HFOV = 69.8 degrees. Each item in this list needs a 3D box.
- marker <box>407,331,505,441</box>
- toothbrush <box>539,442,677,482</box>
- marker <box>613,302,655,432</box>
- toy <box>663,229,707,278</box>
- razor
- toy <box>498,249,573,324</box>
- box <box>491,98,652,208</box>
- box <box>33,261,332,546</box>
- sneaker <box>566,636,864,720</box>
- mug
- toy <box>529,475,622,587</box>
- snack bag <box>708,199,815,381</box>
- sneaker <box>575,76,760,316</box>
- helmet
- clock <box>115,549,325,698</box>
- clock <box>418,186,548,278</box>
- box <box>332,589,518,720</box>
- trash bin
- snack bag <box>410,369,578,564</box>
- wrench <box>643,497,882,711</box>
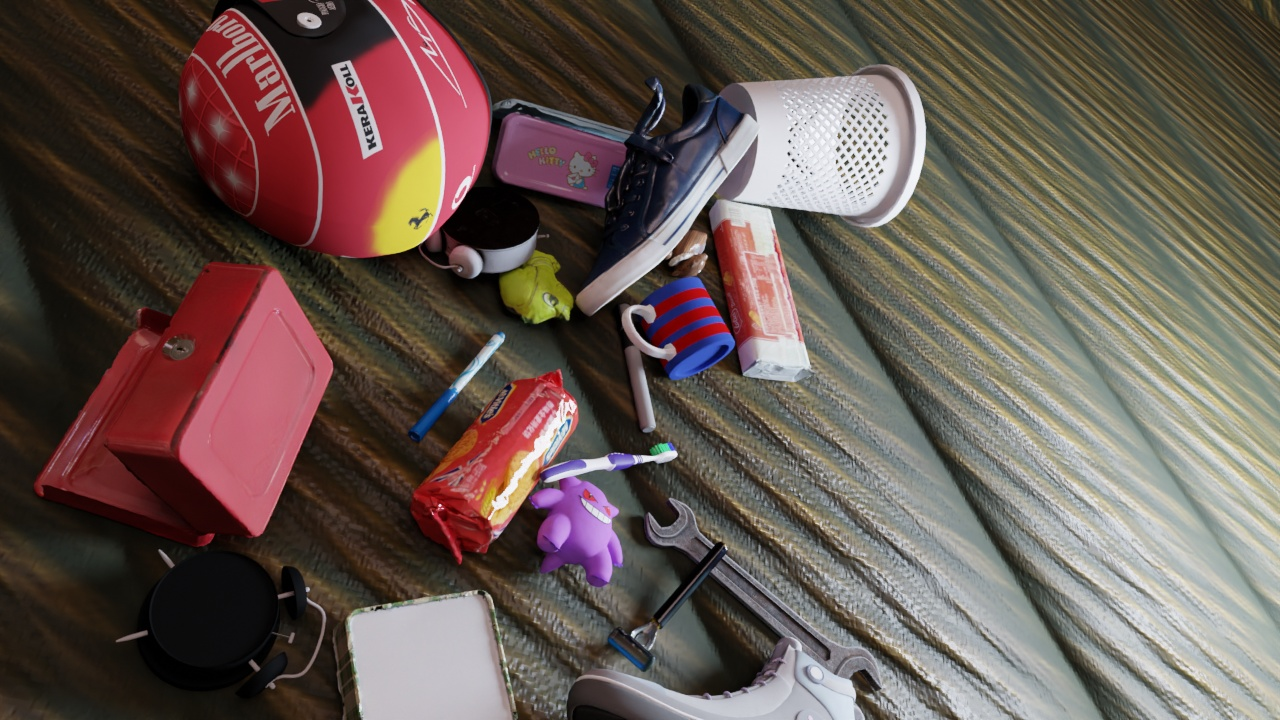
[{"bbox_3d":[-0.160,0.019,0.811,0.013,0.013,0.141,38,49,-4],"label":"marker"},{"bbox_3d":[-0.024,0.089,0.810,0.186,0.015,0.016,-1,57,-53],"label":"toothbrush"},{"bbox_3d":[-0.005,0.005,0.909,0.016,0.016,0.140,4,59,-29],"label":"marker"},{"bbox_3d":[0.052,-0.129,1.013,0.055,0.042,0.101,44,41,-18],"label":"toy"},{"bbox_3d":[0.031,0.207,0.792,0.043,0.022,0.143,39,52,16],"label":"razor"},{"bbox_3d":[-0.105,-0.076,0.891,0.094,0.036,0.093,24,49,-5],"label":"toy"},{"bbox_3d":[-0.063,-0.223,1.011,0.214,0.089,0.093,9,15,-25],"label":"box"},{"bbox_3d":[-0.298,0.026,0.629,0.151,0.166,0.157,25,51,-21],"label":"box"},{"bbox_3d":[0.071,0.275,0.741,0.256,0.093,0.160,30,41,-9],"label":"sneaker"},{"bbox_3d":[0.032,-0.029,0.910,0.111,0.075,0.076,-11,67,-44],"label":"mug"},{"bbox_3d":[-0.054,0.138,0.768,0.106,0.056,0.087,41,45,-23],"label":"toy"},{"bbox_3d":[0.132,-0.081,1.032,0.077,0.041,0.224,7,59,-26],"label":"snack bag"},{"bbox_3d":[0.003,-0.178,0.931,0.127,0.121,0.293,38,67,-10],"label":"sneaker"},{"bbox_3d":[-0.267,-0.210,0.775,0.224,0.198,0.271,-22,65,-39],"label":"helmet"},{"bbox_3d":[-0.276,0.176,0.620,0.120,0.043,0.091,22,52,-17],"label":"clock"},{"bbox_3d":[-0.153,-0.119,0.873,0.094,0.035,0.122,39,52,24],"label":"clock"},{"bbox_3d":[-0.141,0.269,0.638,0.117,0.050,0.205,-2,62,-35],"label":"box"},{"bbox_3d":[0.197,-0.259,1.101,0.199,0.196,0.195,-4,62,-22],"label":"trash bin"},{"bbox_3d":[-0.118,0.083,0.755,0.082,0.083,0.175,39,49,-3],"label":"snack bag"},{"bbox_3d":[0.113,0.223,0.842,0.273,0.010,0.069,41,49,-1],"label":"wrench"}]
